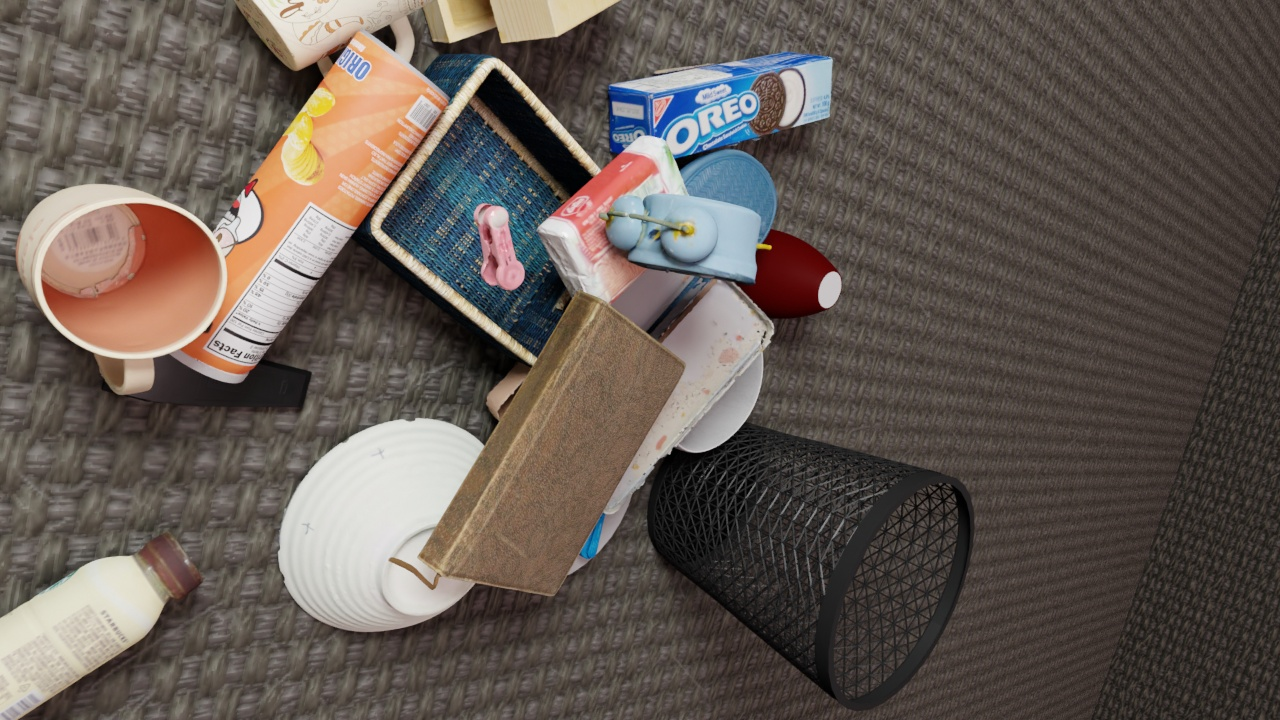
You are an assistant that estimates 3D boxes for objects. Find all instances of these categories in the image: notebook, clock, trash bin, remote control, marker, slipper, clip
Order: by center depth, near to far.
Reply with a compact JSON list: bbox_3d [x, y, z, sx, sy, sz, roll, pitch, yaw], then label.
[{"bbox_3d":[-0.269,0.012,0.582,0.124,0.010,0.039,12,97,-46],"label":"remote control"},{"bbox_3d":[-0.097,-0.076,0.605,0.022,0.038,0.059,-23,122,-32],"label":"clip"},{"bbox_3d":[0.030,-0.083,0.617,0.124,0.089,0.052,5,97,-49],"label":"clock"},{"bbox_3d":[-0.065,0.063,0.642,0.215,0.034,0.190,-60,149,-3],"label":"notebook"},{"bbox_3d":[0.027,-0.099,0.790,0.213,0.059,0.104,-44,124,-4],"label":"slipper"},{"bbox_3d":[-0.034,0.118,0.816,0.018,0.015,0.123,9,98,-44],"label":"marker"},{"bbox_3d":[0.148,0.169,0.873,0.216,0.243,0.217,-18,117,-38],"label":"trash bin"}]

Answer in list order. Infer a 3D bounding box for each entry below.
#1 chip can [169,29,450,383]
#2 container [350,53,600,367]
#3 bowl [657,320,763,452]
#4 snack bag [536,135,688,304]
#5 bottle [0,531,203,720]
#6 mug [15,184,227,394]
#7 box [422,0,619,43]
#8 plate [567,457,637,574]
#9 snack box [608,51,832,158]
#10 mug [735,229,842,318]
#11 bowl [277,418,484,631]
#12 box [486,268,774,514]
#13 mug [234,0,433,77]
[{"bbox_3d":[-0.199,-0.088,0.538,0.210,0.062,0.062,-52,135,4],"label":"chip can"},{"bbox_3d":[-0.104,-0.101,0.652,0.145,0.071,0.187,-58,135,-11],"label":"container"},{"bbox_3d":[0.046,0.013,0.845,0.131,0.064,0.132,-18,117,-38],"label":"bowl"},{"bbox_3d":[-0.015,-0.098,0.659,0.115,0.036,0.077,-46,133,-22],"label":"snack bag"},{"bbox_3d":[-0.342,0.163,0.538,0.161,0.056,0.056,-35,127,-29],"label":"bottle"},{"bbox_3d":[-0.279,-0.038,0.486,0.085,0.104,0.111,-12,115,-40],"label":"mug"},{"bbox_3d":[-0.095,-0.340,0.567,0.140,0.123,0.249,-54,140,-47],"label":"box"},{"bbox_3d":[-0.073,0.111,0.801,0.172,0.019,0.173,-18,117,-38],"label":"plate"},{"bbox_3d":[0.074,-0.221,0.787,0.225,0.059,0.059,-22,124,-37],"label":"snack box"},{"bbox_3d":[0.158,-0.079,0.898,0.113,0.088,0.087,-9,112,-42],"label":"mug"},{"bbox_3d":[-0.165,0.137,0.672,0.177,0.071,0.177,-14,116,-31],"label":"bowl"},{"bbox_3d":[-0.001,0.007,0.746,0.216,0.058,0.154,-49,119,-6],"label":"box"},{"bbox_3d":[-0.177,-0.210,0.550,0.097,0.081,0.122,-42,152,-15],"label":"mug"}]
